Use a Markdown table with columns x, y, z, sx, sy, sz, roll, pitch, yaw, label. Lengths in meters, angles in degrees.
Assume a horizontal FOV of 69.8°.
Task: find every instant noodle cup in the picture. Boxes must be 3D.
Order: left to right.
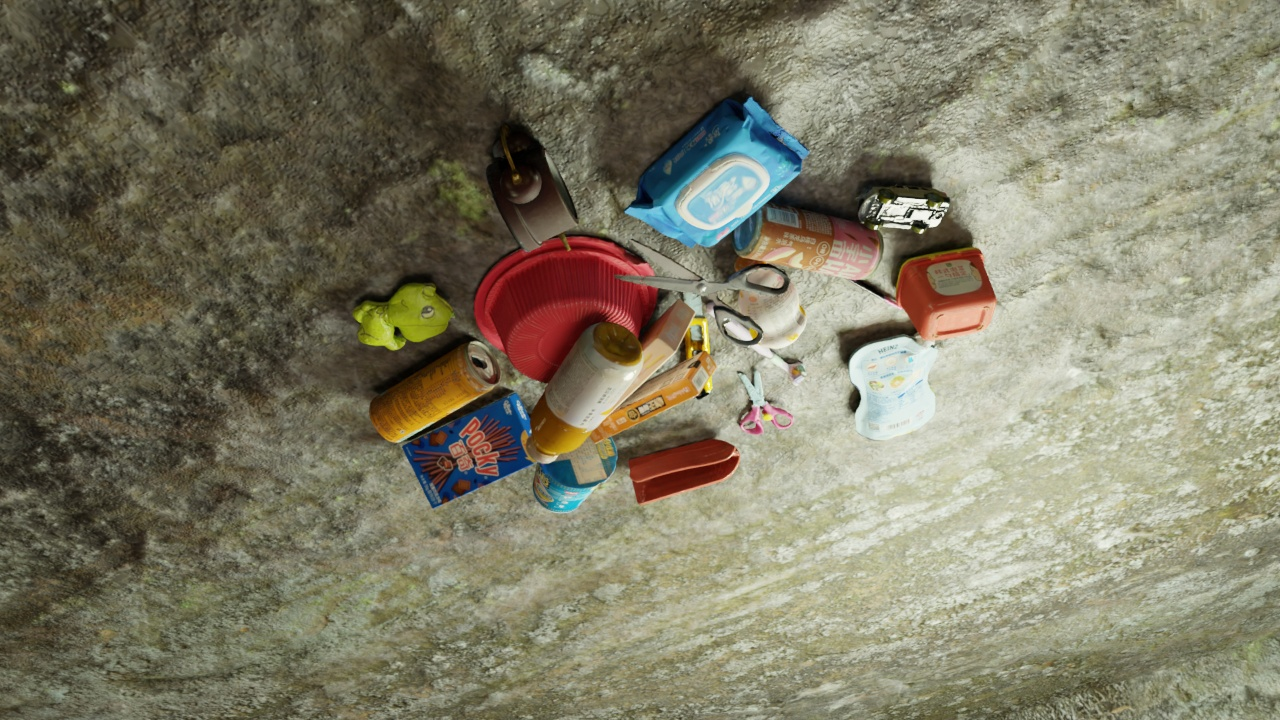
| x | y | z | sx | sy | sz | roll | pitch | yaw | label |
| --- | --- | --- | --- | --- | --- | --- | --- | --- | --- |
| -0.091 | 0.137 | 1.142 | 0.099 | 0.099 | 0.110 | 3 | 148 | -17 | instant noodle cup |
| -0.072 | -0.038 | 0.945 | 0.194 | 0.065 | 0.194 | -7 | 141 | -6 | instant noodle cup |

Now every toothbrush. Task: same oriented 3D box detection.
| x | y | z | sx | sy | sz | roll | pitch | yaw | label |
| --- | --- | --- | --- | --- | --- | --- | --- | --- | --- |
| 0.134 | -0.020 | 1.054 | 0.021 | 0.029 | 0.189 | 6 | 160 | 47 | toothbrush |
| 0.235 | -0.088 | 1.000 | 0.189 | 0.014 | 0.018 | 21 | 119 | -35 | toothbrush |

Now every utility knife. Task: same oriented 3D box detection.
| x | y | z | sx | sy | sz | roll | pitch | yaw | label |
| --- | --- | --- | --- | --- | --- | --- | --- | --- | --- |
| 0.063 | -0.013 | 1.047 | 0.033 | 0.015 | 0.193 | -12 | 141 | -2 | utility knife |

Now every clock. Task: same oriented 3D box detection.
| x | y | z | sx | sy | sz | roll | pitch | yaw | label |
| --- | --- | --- | --- | --- | --- | --- | --- | --- | --- |
| -0.097 | -0.148 | 0.788 | 0.055 | 0.082 | 0.122 | -22 | 142 | 6 | clock |

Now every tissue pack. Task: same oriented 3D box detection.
| x | y | z | sx | sy | sz | roll | pitch | yaw | label |
| --- | --- | --- | --- | --- | --- | --- | --- | --- | --- |
| 0.068 | -0.162 | 0.833 | 0.095 | 0.052 | 0.157 | 27 | 128 | -38 | tissue pack |

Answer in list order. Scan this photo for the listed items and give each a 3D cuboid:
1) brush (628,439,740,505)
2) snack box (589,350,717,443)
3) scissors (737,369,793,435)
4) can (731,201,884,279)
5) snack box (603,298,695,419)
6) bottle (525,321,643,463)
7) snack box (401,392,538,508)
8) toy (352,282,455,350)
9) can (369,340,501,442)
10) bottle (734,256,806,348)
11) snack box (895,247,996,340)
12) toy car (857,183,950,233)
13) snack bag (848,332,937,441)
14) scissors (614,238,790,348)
| x | y | z | sx | sy | sz | roll | pitch | yaw | label |
| --- | --- | --- | --- | --- | --- | --- | --- | --- | --- |
| 0.059 | 0.140 | 1.200 | 0.146 | 0.063 | 0.069 | -15 | 155 | 3 | brush |
| 0.011 | 0.042 | 1.043 | 0.154 | 0.075 | 0.026 | -28 | 100 | 31 | snack box |
| 0.140 | 0.054 | 1.155 | 0.077 | 0.017 | 0.137 | -17 | 138 | 21 | scissors |
| 0.165 | -0.118 | 0.908 | 0.147 | 0.057 | 0.058 | 8 | 138 | -23 | can |
| -0.006 | 0.006 | 0.997 | 0.026 | 0.084 | 0.158 | 39 | 127 | -8 | snack box |
| -0.065 | 0.040 | 0.935 | 0.068 | 0.068 | 0.190 | 12 | 136 | -27 | bottle |
| -0.197 | 0.107 | 1.083 | 0.157 | 0.084 | 0.026 | -25 | -177 | 16 | snack box |
| -0.237 | -0.043 | 0.924 | 0.100 | 0.031 | 0.097 | 0 | 140 | -7 | toy |
| -0.225 | 0.035 | 1.002 | 0.146 | 0.058 | 0.058 | -29 | 139 | 20 | can |
| 0.133 | -0.065 | 0.964 | 0.063 | 0.063 | 0.108 | -21 | 128 | 12 | bottle |
| 0.332 | -0.071 | 0.991 | 0.091 | 0.080 | 0.082 | -10 | 141 | -1 | snack box |
| 0.257 | -0.153 | 0.907 | 0.090 | 0.035 | 0.042 | 0 | 139 | -14 | toy car |
| 0.317 | 0.031 | 1.149 | 0.110 | 0.038 | 0.191 | -11 | 140 | 9 | snack bag |
| 0.067 | -0.070 | 0.910 | 0.159 | 0.014 | 0.171 | -22 | 119 | 5 | scissors |
